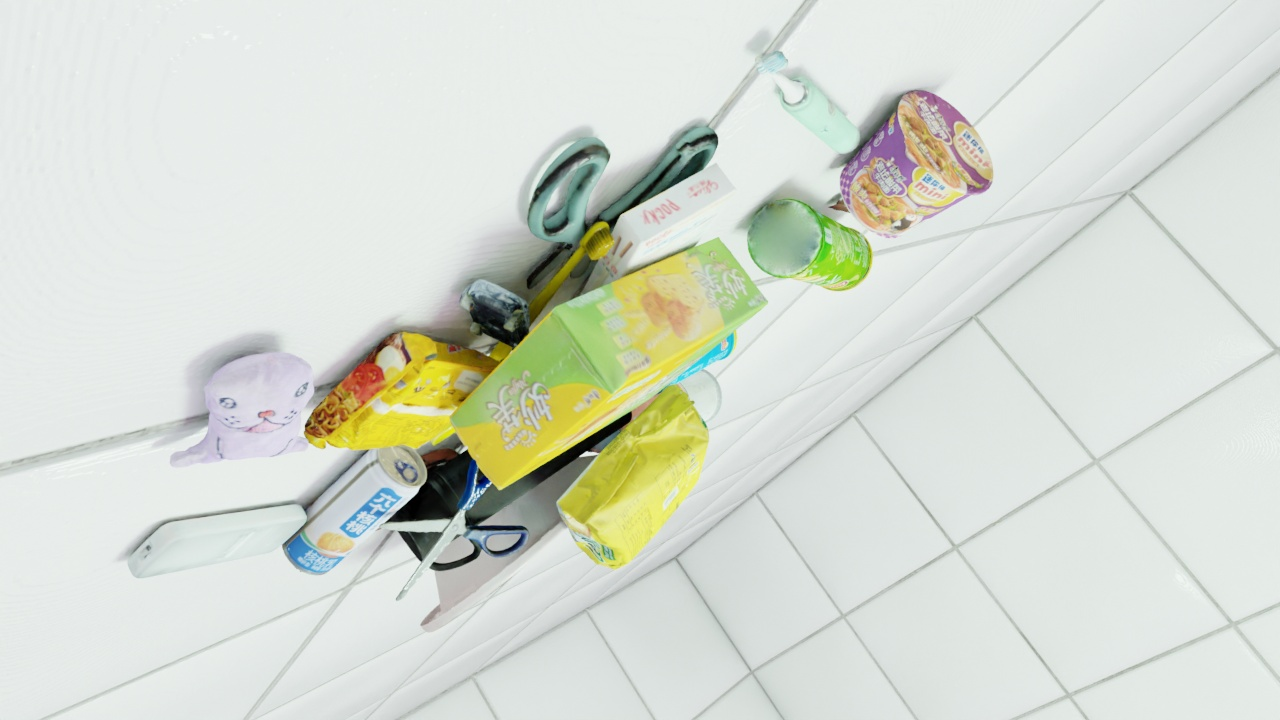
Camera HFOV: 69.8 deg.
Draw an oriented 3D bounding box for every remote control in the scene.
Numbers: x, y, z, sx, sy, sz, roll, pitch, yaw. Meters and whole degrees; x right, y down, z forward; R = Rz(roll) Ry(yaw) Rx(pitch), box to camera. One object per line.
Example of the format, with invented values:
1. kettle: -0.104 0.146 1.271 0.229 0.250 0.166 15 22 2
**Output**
1. remote control: -0.322 0.137 0.709 0.056 0.020 0.135 -41 163 18

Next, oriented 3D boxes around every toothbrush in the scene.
1. toothbrush: -0.069 -0.042 0.671 0.015 0.016 0.191 -19 165 -39
2. toothbrush: 0.123 -0.185 0.667 0.027 0.026 0.224 -18 172 25

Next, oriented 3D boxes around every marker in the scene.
1. marker: -0.134 0.035 0.811 0.124 0.015 0.018 -34 166 -13

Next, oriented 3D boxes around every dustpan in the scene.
1. dustpan: -0.123 0.206 1.021 0.272 0.138 0.223 -1 153 -40

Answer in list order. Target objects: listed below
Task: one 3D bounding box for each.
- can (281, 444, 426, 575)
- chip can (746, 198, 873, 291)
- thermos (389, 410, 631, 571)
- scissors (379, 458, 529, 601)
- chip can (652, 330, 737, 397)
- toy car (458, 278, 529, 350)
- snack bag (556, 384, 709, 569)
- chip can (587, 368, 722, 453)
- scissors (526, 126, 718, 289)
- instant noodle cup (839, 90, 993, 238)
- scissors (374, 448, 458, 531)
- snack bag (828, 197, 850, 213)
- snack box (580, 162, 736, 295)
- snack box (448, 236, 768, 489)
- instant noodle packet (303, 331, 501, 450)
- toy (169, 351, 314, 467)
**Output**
1. can: -0.242 0.124 0.776 0.135 0.053 0.053 -41 164 20
2. chip can: 0.171 -0.110 0.905 0.073 0.072 0.221 -41 163 20
3. thermos: -0.117 0.104 0.876 0.242 0.090 0.068 -34 -159 -23
4. scissors: -0.153 0.142 0.805 0.173 0.012 0.162 -54 141 -9
5. chip can: -0.005 0.005 0.862 0.209 0.071 0.071 -28 163 -34
6. toy car: -0.097 -0.033 0.639 0.034 0.043 0.091 -60 173 -14
7. snack bag: 0.000 0.124 0.901 0.157 0.068 0.247 -47 166 -14
8. chip can: 0.012 0.055 1.066 0.071 0.071 0.214 -44 161 31
9. scissors: -0.011 -0.111 0.623 0.180 0.019 0.170 -31 164 -18
10. instant noodle cup: 0.242 -0.170 0.829 0.111 0.111 0.099 -22 169 -40
11. scissors: -0.189 0.115 0.930 0.189 0.015 0.226 -37 164 6
12. snack bag: 0.235 -0.182 0.912 0.048 0.026 0.104 0 144 -44
13. snack box: 0.008 -0.083 0.684 0.084 0.027 0.157 -32 172 -22
14. snack box: -0.020 -0.002 0.692 0.209 0.070 0.158 -28 170 -49
15. instant noodle packet: -0.164 0.024 0.661 0.111 0.044 0.128 -37 165 12
16. toy: -0.232 0.030 0.547 0.083 0.039 0.108 -8 152 -36
